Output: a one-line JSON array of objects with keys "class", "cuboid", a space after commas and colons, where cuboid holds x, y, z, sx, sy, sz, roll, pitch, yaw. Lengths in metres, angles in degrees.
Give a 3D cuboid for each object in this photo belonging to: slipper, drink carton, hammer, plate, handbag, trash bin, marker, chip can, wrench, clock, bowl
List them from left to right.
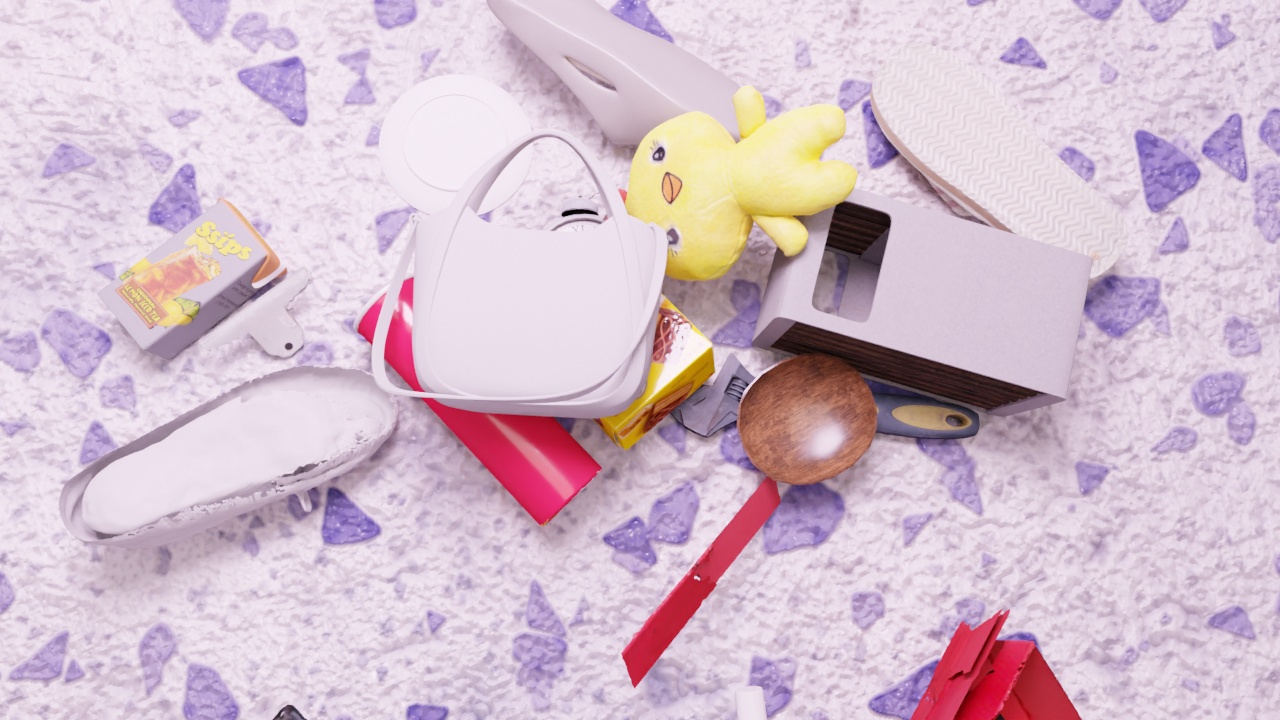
[{"class": "drink carton", "cuboid": [-0.364, -0.066, 0.752, 0.124, 0.048, 0.076, -41, 84, -9]}, {"class": "slipper", "cuboid": [-0.308, 0.079, 0.716, 0.246, 0.075, 0.112, -24, 89, -18]}, {"class": "hammer", "cuboid": [-0.158, 0.375, 0.697, 0.319, 0.032, 0.130, 38, 81, 4]}, {"class": "plate", "cuboid": [-0.162, -0.191, 0.805, 0.134, 0.011, 0.134, 1, 80, -3]}, {"class": "chip can", "cuboid": [-0.130, 0.032, 0.739, 0.069, 0.069, 0.220, -44, 86, -10]}, {"class": "handbag", "cuboid": [-0.087, -0.072, 0.680, 0.216, 0.096, 0.222, 3, 78, -2]}, {"class": "clock", "cuboid": [-0.044, -0.087, 0.782, 0.094, 0.035, 0.122, 23, 80, 0]}, {"class": "slipper", "cuboid": [-0.022, -0.240, 0.792, 0.266, 0.081, 0.112, 29, 37, -5]}, {"class": "marker", "cuboid": [0.095, 0.328, 0.724, 0.027, 0.023, 0.133, -2, 79, -26]}, {"class": "bowl", "cuboid": [0.134, 0.048, 0.752, 0.114, 0.026, 0.102, -23, 86, -4]}, {"class": "wrench", "cuboid": [0.152, 0.040, 0.778, 0.273, 0.022, 0.073, 7, 79, -2]}, {"class": "trash bin", "cuboid": [0.223, -0.046, 0.751, 0.229, 0.114, 0.114, 16, 79, -1]}, {"class": "slipper", "cuboid": [0.311, -0.172, 0.811, 0.115, 0.052, 0.263, -42, 81, -11]}]

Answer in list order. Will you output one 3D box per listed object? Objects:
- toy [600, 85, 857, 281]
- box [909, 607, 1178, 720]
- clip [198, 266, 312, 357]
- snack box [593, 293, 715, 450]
[{"class": "toy", "cuboid": [0.066, -0.133, 0.715, 0.092, 0.208, 0.133, -4, 83, -49]}, {"class": "box", "cuboid": [0.262, 0.299, 0.617, 0.213, 0.154, 0.165, -43, 108, -36]}, {"class": "clip", "cuboid": [-0.309, -0.035, 0.763, 0.102, 0.052, 0.058, -38, 55, -8]}, {"class": "snack box", "cuboid": [-0.004, 0.004, 0.747, 0.105, 0.061, 0.083, -41, 70, -9]}]
